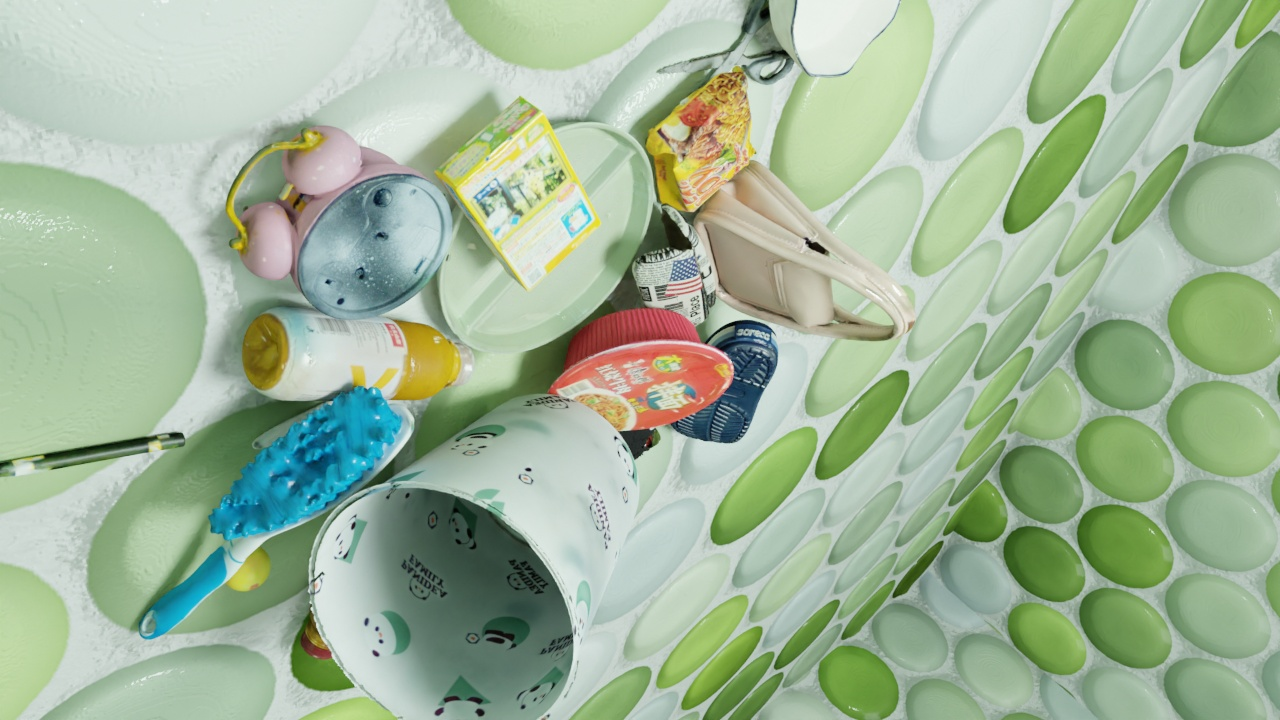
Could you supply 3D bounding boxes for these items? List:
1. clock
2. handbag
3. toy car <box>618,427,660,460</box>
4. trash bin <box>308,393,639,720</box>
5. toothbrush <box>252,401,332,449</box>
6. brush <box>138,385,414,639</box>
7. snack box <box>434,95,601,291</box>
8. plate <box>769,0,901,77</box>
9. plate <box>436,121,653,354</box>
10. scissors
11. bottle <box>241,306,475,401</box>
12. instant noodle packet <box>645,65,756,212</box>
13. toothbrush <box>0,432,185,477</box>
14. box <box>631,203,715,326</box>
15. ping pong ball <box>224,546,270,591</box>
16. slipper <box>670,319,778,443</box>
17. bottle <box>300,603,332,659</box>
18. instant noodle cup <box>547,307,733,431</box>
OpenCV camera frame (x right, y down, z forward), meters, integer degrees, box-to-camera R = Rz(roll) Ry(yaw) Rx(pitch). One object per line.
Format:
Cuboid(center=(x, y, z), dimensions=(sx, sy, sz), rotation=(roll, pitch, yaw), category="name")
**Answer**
Cuboid(center=(-0.205, -0.095, 0.623), dimensions=(0.117, 0.060, 0.158), rotation=(-53, 152, 10), category="clock")
Cuboid(center=(0.174, -0.089, 0.947), dimensions=(0.093, 0.234, 0.193), rotation=(-51, 153, -11), category="handbag")
Cuboid(center=(-0.012, 0.073, 1.090), dimensions=(0.071, 0.041, 0.156), rotation=(-32, 148, -26), category="toy car")
Cuboid(center=(-0.122, 0.157, 0.812), dimensions=(0.230, 0.229, 0.251), rotation=(-63, 175, 24), category="trash bin")
Cuboid(center=(-0.238, 0.031, 0.770), dimensions=(0.179, 0.016, 0.016), rotation=(-30, 144, -29), category="toothbrush")
Cuboid(center=(-0.300, 0.130, 0.711), dimensions=(0.314, 0.060, 0.109), rotation=(-37, 170, 3), category="brush")
Cuboid(center=(-0.090, -0.125, 0.712), dimensions=(0.087, 0.034, 0.140), rotation=(-44, 150, -8), category="snack box")
Cuboid(center=(0.184, -0.358, 0.817), dimensions=(0.204, 0.045, 0.205), rotation=(-37, 146, -31), category="plate")
Cuboid(center=(-0.082, -0.106, 0.803), dimensions=(0.229, 0.027, 0.231), rotation=(-32, 147, -24), category="plate")
Cuboid(center=(0.086, -0.276, 0.840), dimensions=(0.181, 0.014, 0.159), rotation=(-54, 148, 15), category="scissors")
Cuboid(center=(-0.210, -0.001, 0.716), dimensions=(0.189, 0.068, 0.068), rotation=(5, 121, -54), category="bottle")
Cuboid(center=(0.060, -0.198, 0.853), dimensions=(0.110, 0.044, 0.128), rotation=(-39, 159, -5), category="instant noodle packet")
Cuboid(center=(-0.400, 0.071, 0.611), dimensions=(0.185, 0.012, 0.017), rotation=(-10, 139, -47), category="toothbrush")
Cuboid(center=(0.031, -0.082, 0.926), dimensions=(0.087, 0.076, 0.162), rotation=(-39, 157, -8), category="box")
Cuboid(center=(-0.339, 0.177, 0.787), dimensions=(0.040, 0.040, 0.040), rotation=(-33, 147, -25), category="ping pong ball")
Cuboid(center=(0.101, 0.018, 1.131), dimensions=(0.253, 0.105, 0.095), rotation=(107, -6, -58), category="slipper")
Cuboid(center=(-0.276, 0.215, 0.896), dimensions=(0.057, 0.057, 0.175), rotation=(11, 117, -56), category="bottle")
Cuboid(center=(-0.006, 0.005, 0.940), dimensions=(0.194, 0.065, 0.194), rotation=(-9, 153, -5), category="instant noodle cup")
